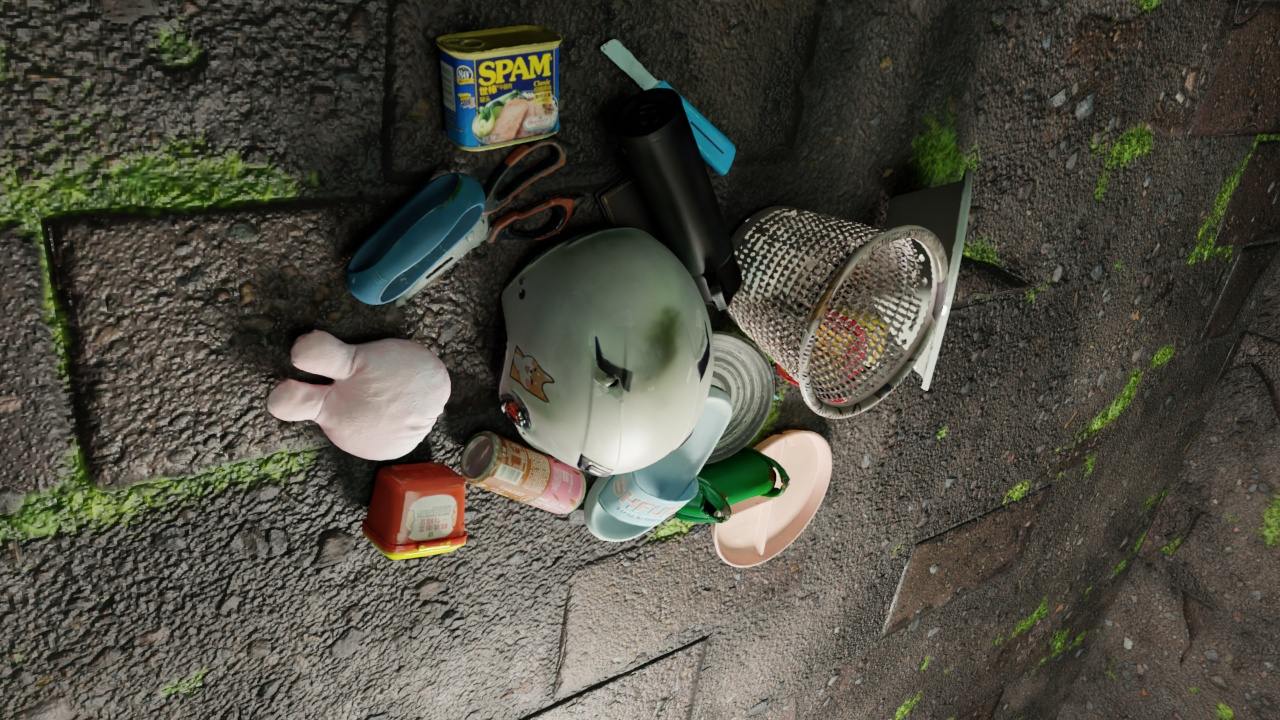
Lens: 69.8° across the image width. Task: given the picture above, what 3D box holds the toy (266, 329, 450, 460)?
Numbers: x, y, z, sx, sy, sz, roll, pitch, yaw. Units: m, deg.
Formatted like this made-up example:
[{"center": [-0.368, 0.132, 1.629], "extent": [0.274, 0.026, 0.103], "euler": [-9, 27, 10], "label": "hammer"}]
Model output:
[{"center": [-0.251, 0.028, 0.830], "extent": [0.159, 0.054, 0.121], "euler": [26, 97, -41], "label": "toy"}]

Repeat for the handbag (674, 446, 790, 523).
[{"center": [0.109, 0.162, 1.172], "extent": [0.131, 0.120, 0.068], "euler": [-14, 105, -31], "label": "handbag"}]

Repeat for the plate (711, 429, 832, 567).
[{"center": [0.189, 0.198, 1.335], "extent": [0.229, 0.028, 0.230], "euler": [-20, 127, -30], "label": "plate"}]

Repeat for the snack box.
[{"center": [-0.221, 0.147, 0.915], "extent": [0.091, 0.082, 0.080], "euler": [0, 106, -41], "label": "snack box"}]

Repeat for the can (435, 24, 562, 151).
[{"center": [-0.117, -0.230, 0.774], "extent": [0.101, 0.057, 0.083], "euler": [-20, 130, -30], "label": "can"}]

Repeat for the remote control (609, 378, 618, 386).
[{"center": [-0.006, 0.006, 1.045], "extent": [0.053, 0.024, 0.136], "euler": [10, 109, -37], "label": "remote control"}]

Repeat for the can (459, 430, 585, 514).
[{"center": [-0.126, 0.124, 0.995], "extent": [0.147, 0.058, 0.058], "euler": [31, 94, -47], "label": "can"}]

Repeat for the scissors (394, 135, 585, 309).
[{"center": [-0.140, -0.120, 0.856], "extent": [0.204, 0.015, 0.203], "euler": [6, 112, -43], "label": "scissors"}]

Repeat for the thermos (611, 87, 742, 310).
[{"center": [0.048, -0.148, 0.915], "extent": [0.068, 0.089, 0.243], "euler": [-24, 137, 6], "label": "thermos"}]

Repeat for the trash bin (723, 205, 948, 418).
[{"center": [0.200, -0.076, 1.043], "extent": [0.227, 0.192, 0.228], "euler": [-22, 129, -30], "label": "trash bin"}]

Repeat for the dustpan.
[{"center": [0.398, -0.115, 1.179], "extent": [0.257, 0.143, 0.222], "euler": [38, 60, -40], "label": "dustpan"}]

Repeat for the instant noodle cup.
[{"center": [0.257, -0.021, 1.198], "extent": [0.123, 0.116, 0.116], "euler": [-20, 128, -45], "label": "instant noodle cup"}]

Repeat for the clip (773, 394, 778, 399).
[{"center": [0.166, 0.046, 1.226], "extent": [0.038, 0.013, 0.055], "euler": [-49, 139, -5], "label": "clip"}]

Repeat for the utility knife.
[{"center": [0.031, -0.252, 0.915], "extent": [0.216, 0.018, 0.034], "euler": [31, 95, -45], "label": "utility knife"}]

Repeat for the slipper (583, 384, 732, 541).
[{"center": [0.028, 0.132, 1.081], "extent": [0.104, 0.074, 0.246], "euler": [21, 117, -29], "label": "slipper"}]

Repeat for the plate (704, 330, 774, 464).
[{"center": [0.076, 0.044, 1.112], "extent": [0.179, 0.024, 0.180], "euler": [-5, 115, -11], "label": "plate"}]

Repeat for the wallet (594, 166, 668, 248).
[{"center": [0.012, -0.153, 0.962], "extent": [0.096, 0.020, 0.122], "euler": [-37, 135, -11], "label": "wallet"}]

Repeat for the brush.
[{"center": [-0.189, -0.104, 0.778], "extent": [0.143, 0.073, 0.055], "euler": [-45, 110, -10], "label": "brush"}]

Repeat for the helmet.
[{"center": [-0.016, 0.011, 0.922], "extent": [0.229, 0.157, 0.274], "euler": [-14, 121, -27], "label": "helmet"}]
